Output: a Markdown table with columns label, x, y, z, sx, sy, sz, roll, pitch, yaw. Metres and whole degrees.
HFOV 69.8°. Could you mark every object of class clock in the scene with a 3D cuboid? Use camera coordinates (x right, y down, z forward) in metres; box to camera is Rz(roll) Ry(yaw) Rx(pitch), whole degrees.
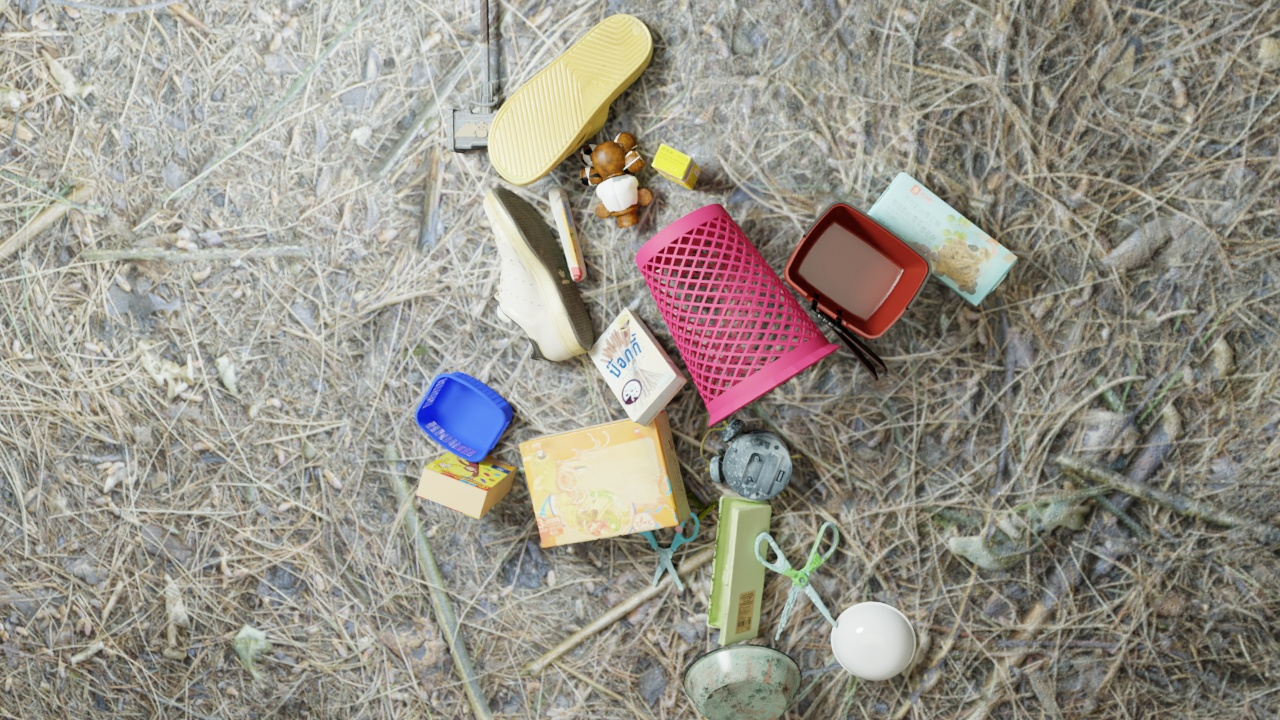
| label | x | y | z | sx | sy | sz | roll | pitch | yaw |
| --- | --- | --- | --- | --- | --- | --- | --- | --- | --- |
| clock | 0.140 | 0.129 | 1.195 | 0.129 | 0.052 | 0.090 | 21 | 102 | 6 |

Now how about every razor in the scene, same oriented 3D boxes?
| label | x | y | z | sx | sy | sz | roll | pitch | yaw |
| --- | --- | --- | --- | --- | --- | --- | --- | --- | --- |
| razor | 0.054 | 0.168 | 1.234 | 0.042 | 0.026 | 0.106 | -44 | 85 | 15 |

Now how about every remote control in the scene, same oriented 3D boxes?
| label | x | y | z | sx | sy | sz | roll | pitch | yaw |
| --- | --- | --- | --- | --- | --- | --- | --- | --- | --- |
| remote control | -0.095 | -0.165 | 1.202 | 0.018 | 0.038 | 0.125 | -14 | 95 | 13 |

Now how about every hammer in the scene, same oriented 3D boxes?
| label | x | y | z | sx | sy | sz | roll | pitch | yaw |
| --- | --- | --- | --- | --- | --- | --- | --- | --- | --- |
| hammer | -0.200 | -0.433 | 1.179 | 0.098 | 0.044 | 0.322 | 2 | 99 | 10 |

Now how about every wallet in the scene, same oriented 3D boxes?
| label | x | y | z | sx | sy | sz | roll | pitch | yaw |
| --- | --- | --- | --- | --- | --- | --- | --- | --- | --- |
| wallet | 0.254 | -0.027 | 1.131 | 0.115 | 0.091 | 0.018 | 44 | 104 | 1 |

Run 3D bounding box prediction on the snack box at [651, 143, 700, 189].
| label | x | y | z | sx | sy | sz | roll | pitch | yaw |
| --- | --- | --- | --- | --- | --- | --- | --- | --- | --- |
| snack box | 0.045 | -0.233 | 1.111 | 0.040 | 0.148 | 0.029 | 26 | 99 | 5 |

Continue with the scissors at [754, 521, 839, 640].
| label | x | y | z | sx | sy | sz | roll | pitch | yaw |
| --- | --- | --- | --- | --- | --- | --- | --- | --- | --- |
| scissors | 0.205 | 0.286 | 1.205 | 0.168 | 0.023 | 0.171 | 25 | 87 | -19 |

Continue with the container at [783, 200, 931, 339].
| label | x | y | z | sx | sy | sz | roll | pitch | yaw |
| --- | --- | --- | --- | --- | --- | --- | --- | --- | --- |
| container | 0.247 | -0.101 | 1.063 | 0.148 | 0.200 | 0.127 | 36 | 99 | 4 |

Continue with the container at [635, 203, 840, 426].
| label | x | y | z | sx | sy | sz | roll | pitch | yaw |
| --- | --- | --- | --- | --- | --- | --- | --- | --- | --- |
| container | 0.105 | -0.063 | 1.122 | 0.183 | 0.183 | 0.225 | -33 | 84 | 13 |

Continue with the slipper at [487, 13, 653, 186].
| label | x | y | z | sx | sy | sz | roll | pitch | yaw |
| --- | --- | --- | --- | --- | --- | --- | --- | --- | --- |
| slipper | -0.090 | -0.327 | 1.161 | 0.099 | 0.078 | 0.263 | 45 | 86 | -2 |

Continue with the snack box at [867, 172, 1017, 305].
| label | x | y | z | sx | sy | sz | roll | pitch | yaw |
| --- | --- | --- | --- | --- | --- | --- | --- | --- | --- |
| snack box | 0.361 | -0.148 | 1.114 | 0.174 | 0.053 | 0.075 | 38 | 102 | 2 |

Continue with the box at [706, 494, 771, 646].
| label | x | y | z | sx | sy | sz | roll | pitch | yaw |
| --- | --- | --- | --- | --- | --- | --- | --- | --- | --- |
| box | 0.134 | 0.277 | 1.221 | 0.077 | 0.089 | 0.188 | 3 | 97 | -10 |

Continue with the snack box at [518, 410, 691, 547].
| label | x | y | z | sx | sy | sz | roll | pitch | yaw |
| --- | --- | --- | --- | --- | --- | --- | --- | --- | --- |
| snack box | -0.045 | 0.157 | 1.215 | 0.195 | 0.080 | 0.145 | -13 | 90 | 18 |

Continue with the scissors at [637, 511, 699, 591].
| label | x | y | z | sx | sy | sz | roll | pitch | yaw |
| --- | --- | --- | --- | --- | --- | --- | --- | --- | --- |
| scissors | 0.024 | 0.247 | 1.247 | 0.126 | 0.015 | 0.136 | 29 | 111 | 18 |

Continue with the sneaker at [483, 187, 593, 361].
| label | x | y | z | sx | sy | sz | roll | pitch | yaw |
| --- | --- | --- | --- | --- | --- | --- | --- | --- | --- |
| sneaker | -0.154 | -0.105 | 1.206 | 0.102 | 0.088 | 0.241 | -24 | 96 | 22 |

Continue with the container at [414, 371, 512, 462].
| label | x | y | z | sx | sy | sz | roll | pitch | yaw |
| --- | --- | --- | --- | --- | --- | --- | --- | --- | --- |
| container | -0.237 | 0.074 | 1.254 | 0.114 | 0.058 | 0.096 | 34 | 103 | 4 |

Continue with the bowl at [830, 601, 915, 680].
| label | x | y | z | sx | sy | sz | roll | pitch | yaw |
| --- | --- | --- | --- | --- | --- | --- | --- | --- | --- |
| bowl | 0.308 | 0.378 | 1.207 | 0.110 | 0.040 | 0.110 | 2 | 99 | 10 |

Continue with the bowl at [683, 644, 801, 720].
| label | x | y | z | sx | sy | sz | roll | pitch | yaw |
| --- | --- | --- | --- | --- | --- | --- | --- | --- | --- |
| bowl | 0.136 | 0.439 | 1.212 | 0.157 | 0.038 | 0.158 | 0 | 126 | 0 |

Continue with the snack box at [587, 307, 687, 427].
| label | x | y | z | sx | sy | sz | roll | pitch | yaw |
| --- | --- | --- | --- | --- | --- | --- | --- | --- | --- |
| snack box | -0.007 | 0.007 | 1.172 | 0.082 | 0.026 | 0.150 | -49 | 45 | 14 |

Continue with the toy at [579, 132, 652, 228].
| label | x | y | z | sx | sy | sz | roll | pitch | yaw |
| --- | --- | --- | --- | --- | --- | --- | --- | --- | --- |
| toy | -0.031 | -0.228 | 1.173 | 0.087 | 0.067 | 0.112 | -16 | 104 | 12 |

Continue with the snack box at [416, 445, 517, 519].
| label | x | y | z | sx | sy | sz | roll | pitch | yaw |
| --- | --- | --- | --- | --- | --- | --- | --- | --- | --- |
| snack box | -0.230 | 0.161 | 1.231 | 0.088 | 0.125 | 0.040 | 19 | 101 | 7 |
